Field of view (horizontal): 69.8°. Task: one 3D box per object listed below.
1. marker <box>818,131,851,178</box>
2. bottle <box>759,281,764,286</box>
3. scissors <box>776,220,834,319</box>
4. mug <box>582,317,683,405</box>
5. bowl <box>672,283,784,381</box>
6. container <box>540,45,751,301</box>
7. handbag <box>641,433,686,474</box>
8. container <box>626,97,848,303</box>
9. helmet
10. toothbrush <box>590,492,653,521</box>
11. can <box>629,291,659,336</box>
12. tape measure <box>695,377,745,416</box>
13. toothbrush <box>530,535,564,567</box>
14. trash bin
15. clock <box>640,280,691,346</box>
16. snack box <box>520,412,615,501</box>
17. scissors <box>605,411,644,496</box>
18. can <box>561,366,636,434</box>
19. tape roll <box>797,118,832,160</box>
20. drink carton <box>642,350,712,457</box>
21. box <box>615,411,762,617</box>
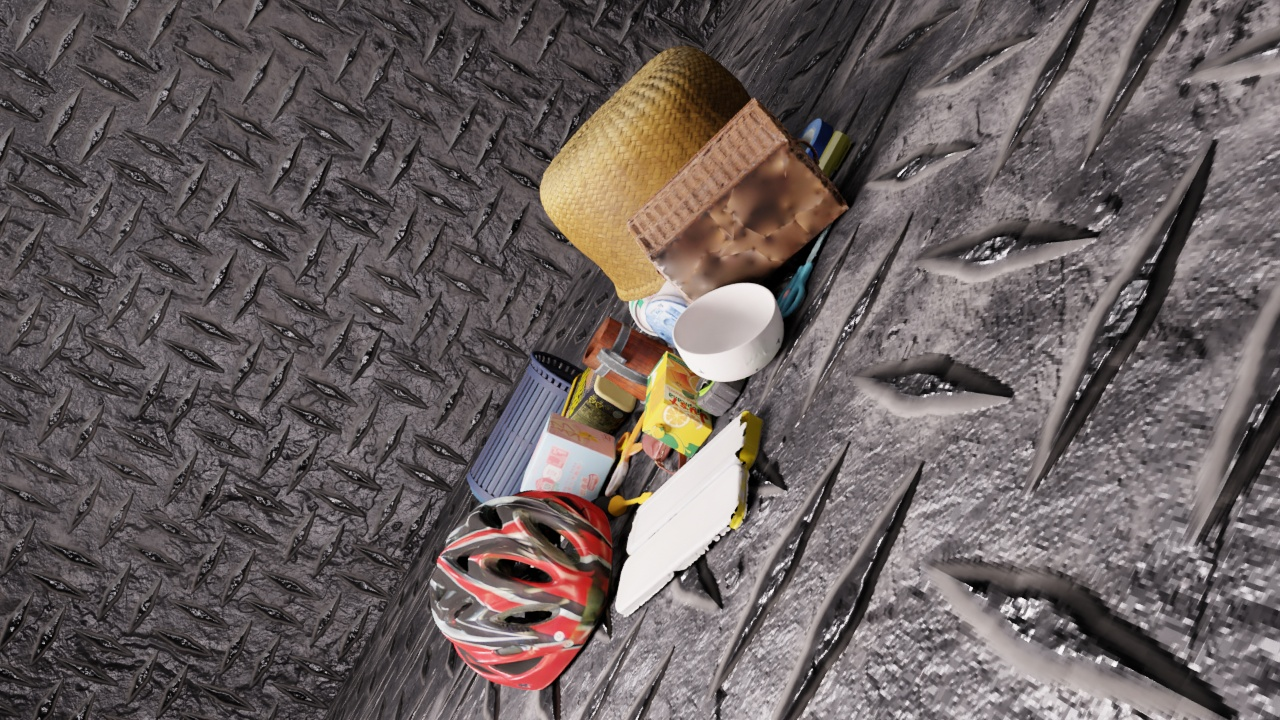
[{"bbox_3d":[0.190,-0.188,0.994,0.124,0.021,0.017,-62,10,9],"label":"marker"},{"bbox_3d":[0.101,-0.063,0.998,0.072,0.046,0.160,-46,18,49],"label":"bottle"},{"bbox_3d":[0.163,-0.096,0.899,0.136,0.015,0.057,-64,10,-9],"label":"scissors"},{"bbox_3d":[-0.007,0.007,1.125,0.081,0.111,0.117,-58,12,11],"label":"mug"},{"bbox_3d":[0.087,-0.021,0.872,0.105,0.054,0.104,-19,34,13],"label":"bowl"},{"bbox_3d":[0.016,-0.248,1.185,0.307,0.196,0.306,-42,18,17],"label":"container"},{"bbox_3d":[0.031,0.095,0.973,0.055,0.029,0.119,-61,17,9],"label":"handbag"},{"bbox_3d":[0.096,-0.148,0.929,0.199,0.114,0.112,-42,28,15],"label":"container"},{"bbox_3d":[-0.130,0.244,1.014,0.273,0.167,0.217,-17,50,56],"label":"helmet"},{"bbox_3d":[-0.028,0.164,1.035,0.031,0.031,0.197,-53,10,-26],"label":"toothbrush"},{"bbox_3d":[0.033,-0.105,1.288,0.088,0.088,0.165,-54,13,28],"label":"can"},{"bbox_3d":[0.078,0.021,0.915,0.059,0.036,0.065,-39,23,58],"label":"tape measure"},{"bbox_3d":[-0.146,0.281,1.293,0.182,0.015,0.018,-50,21,38],"label":"toothbrush"},{"bbox_3d":[-0.176,0.126,1.503,0.250,0.139,0.139,-60,11,10],"label":"trash bin"},{"bbox_3d":[0.048,-0.051,1.093,0.051,0.089,0.126,-60,12,-27],"label":"clock"},{"bbox_3d":[-0.093,0.135,1.191,0.079,0.094,0.093,-91,24,-73],"label":"snack box"},{"bbox_3d":[-0.016,0.115,1.152,0.128,0.011,0.125,-66,11,-17],"label":"scissors"},{"bbox_3d":[-0.052,0.049,1.326,0.101,0.072,0.130,-48,16,37],"label":"can"},{"bbox_3d":[0.199,-0.250,1.114,0.093,0.016,0.091,-63,12,-16],"label":"tape roll"},{"bbox_3d":[0.040,0.045,0.962,0.041,0.058,0.122,-55,13,25],"label":"drink carton"},{"bbox_3d":[0.039,0.141,0.827,0.210,0.023,0.126,-48,15,42],"label":"box"}]
